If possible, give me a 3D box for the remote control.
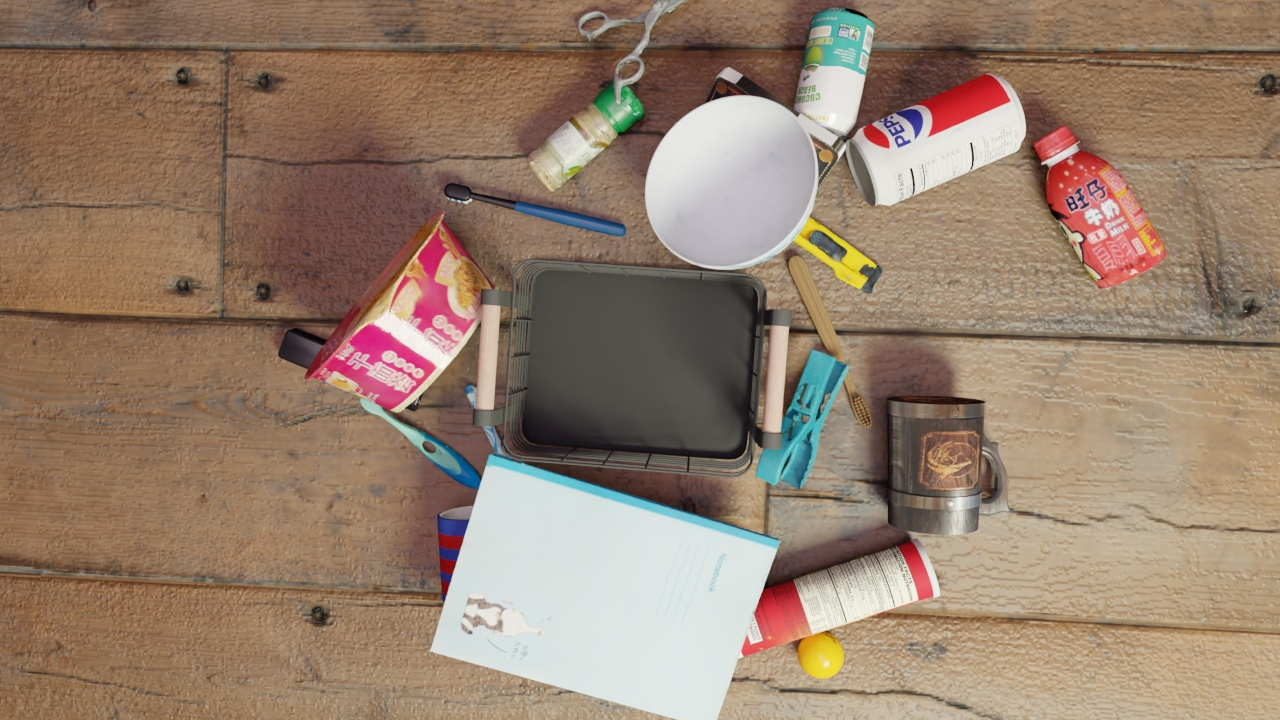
[{"bbox_3d":[-0.265,0.009,0.843,0.136,0.015,0.032,22,93,3],"label":"remote control"}]

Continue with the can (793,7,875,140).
[{"bbox_3d":[0.165,-0.244,0.786,0.055,0.055,0.101,11,93,3],"label":"can"}]

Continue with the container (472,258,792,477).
[{"bbox_3d":[-0.004,0.004,0.768,0.241,0.130,0.163,4,92,4],"label":"container"}]

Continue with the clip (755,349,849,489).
[{"bbox_3d":[0.148,0.062,0.806,0.031,0.121,0.129,23,71,36],"label":"clip"}]

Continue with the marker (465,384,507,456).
[{"bbox_3d":[-0.127,0.087,0.838,0.013,0.013,0.142,-26,90,4],"label":"marker"}]

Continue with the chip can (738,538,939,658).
[{"bbox_3d":[0.148,0.214,0.805,0.215,0.051,0.052,-19,91,4],"label":"chip can"}]

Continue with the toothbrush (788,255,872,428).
[{"bbox_3d":[0.169,-0.016,0.814,0.016,0.016,0.167,-24,90,6],"label":"toothbrush"}]

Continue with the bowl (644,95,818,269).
[{"bbox_3d":[0.084,-0.137,0.765,0.144,0.074,0.144,-5,79,23],"label":"bowl"}]

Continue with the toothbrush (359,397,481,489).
[{"bbox_3d":[-0.200,0.074,0.839,0.135,0.017,0.022,38,92,-6],"label":"toothbrush"}]

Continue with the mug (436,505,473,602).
[{"bbox_3d":[-0.121,0.170,0.808,0.112,0.075,0.076,-3,92,8],"label":"mug"}]

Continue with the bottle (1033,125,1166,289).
[{"bbox_3d":[0.380,-0.133,0.773,0.062,0.062,0.137,-32,89,4],"label":"bottle"}]

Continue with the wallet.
[{"bbox_3d":[0.109,-0.191,0.788,0.123,0.072,0.019,35,54,3],"label":"wallet"}]

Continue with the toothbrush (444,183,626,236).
[{"bbox_3d":[-0.095,-0.135,0.826,0.168,0.014,0.014,13,81,0],"label":"toothbrush"}]

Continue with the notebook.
[{"bbox_3d":[-0.030,0.196,0.770,0.253,0.009,0.181,17,98,-4],"label":"notebook"}]

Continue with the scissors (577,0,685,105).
[{"bbox_3d":[0.012,-0.291,0.795,0.142,0.014,0.161,-8,64,16],"label":"scissors"}]

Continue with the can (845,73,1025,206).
[{"bbox_3d":[0.248,-0.185,0.775,0.132,0.070,0.070,-23,90,4],"label":"can"}]

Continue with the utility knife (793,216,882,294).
[{"bbox_3d":[0.143,-0.115,0.814,0.165,0.017,0.030,35,85,5],"label":"utility knife"}]

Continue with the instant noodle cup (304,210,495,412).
[{"bbox_3d":[-0.193,-0.033,0.768,0.077,0.178,0.179,40,94,-20],"label":"instant noodle cup"}]

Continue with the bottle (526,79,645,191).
[{"bbox_3d":[-0.049,-0.198,0.808,0.111,0.043,0.043,-39,89,5],"label":"bottle"}]

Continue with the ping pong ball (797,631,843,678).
[{"bbox_3d":[0.159,0.260,0.811,0.040,0.040,0.040,0,92,4],"label":"ping pong ball"}]

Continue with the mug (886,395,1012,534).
[{"bbox_3d":[0.267,0.087,0.784,0.115,0.080,0.107,0,93,-13],"label":"mug"}]
